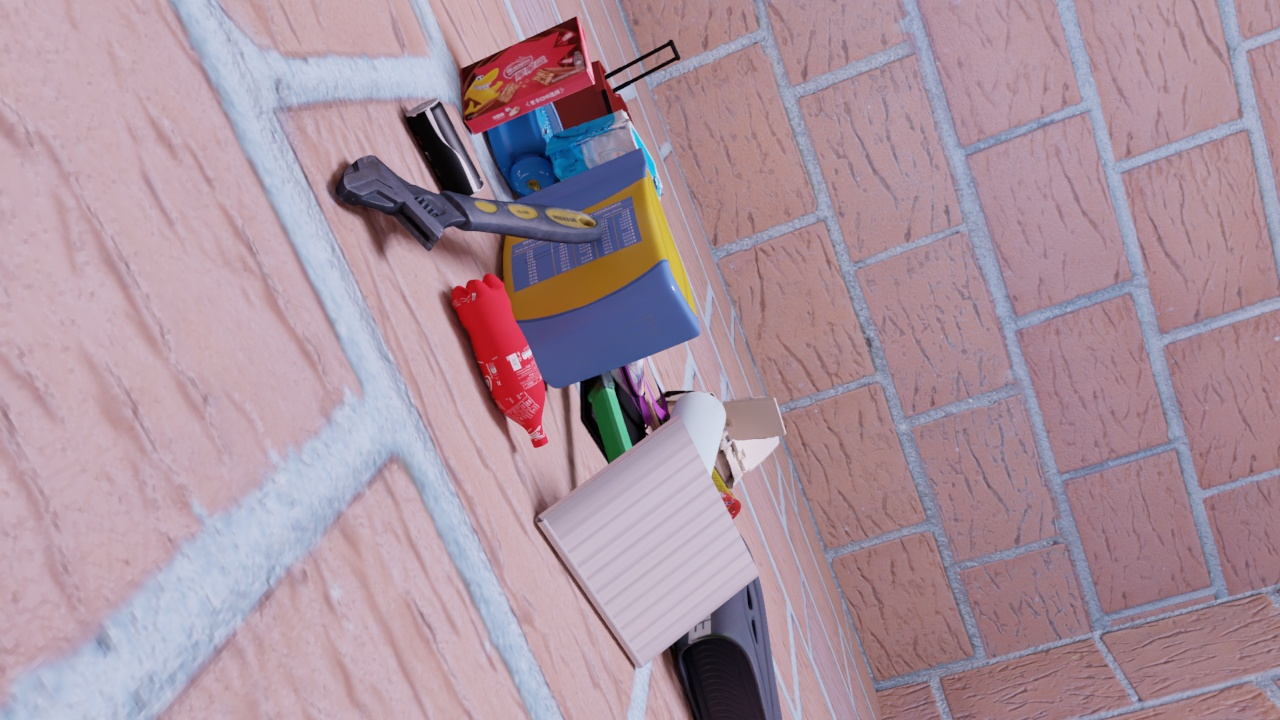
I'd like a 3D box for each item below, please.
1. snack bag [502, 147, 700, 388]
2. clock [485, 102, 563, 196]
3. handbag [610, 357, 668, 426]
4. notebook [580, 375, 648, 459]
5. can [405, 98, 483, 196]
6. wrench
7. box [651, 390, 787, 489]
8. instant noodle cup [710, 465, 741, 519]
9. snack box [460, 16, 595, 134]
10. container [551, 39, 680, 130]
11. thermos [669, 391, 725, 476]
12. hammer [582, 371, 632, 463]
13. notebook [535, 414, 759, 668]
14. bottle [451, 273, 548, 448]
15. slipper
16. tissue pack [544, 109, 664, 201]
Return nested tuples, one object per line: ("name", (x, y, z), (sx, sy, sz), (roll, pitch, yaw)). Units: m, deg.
("snack bag", (-0.046, -0.097, 0.863), (0.102, 0.159, 0.205), (52, 21, -57))
("clock", (-0.116, -0.223, 0.988), (0.116, 0.060, 0.161), (12, 62, -78))
("handbag", (-0.006, 0.006, 1.059), (0.144, 0.068, 0.170), (-95, 166, -52))
("notebook", (-0.028, 0.042, 1.072), (0.231, 0.019, 0.169), (-95, 161, -50))
("can", (-0.162, -0.174, 0.764), (0.031, 0.031, 0.080), (-89, 157, -59))
("wrench", (-0.115, -0.110, 0.693), (0.272, 0.022, 0.073), (-5, 56, -57))
("box", (0.122, 0.093, 1.256), (0.100, 0.187, 0.145), (-55, 132, -52))
("instant noodle cup", (0.055, 0.150, 1.126), (0.112, 0.100, 0.100), (65, 7, 33))
("snack box", (-0.114, -0.282, 0.910), (0.021, 0.133, 0.089), (54, 20, -52))
("container", (-0.030, -0.307, 1.170), (0.148, 0.201, 0.127), (38, 34, -69))
("thermos", (0.048, 0.118, 1.028), (0.206, 0.078, 0.065), (-67, 145, -54))
("hammer", (-0.036, 0.033, 0.896), (0.032, 0.130, 0.318), (13, 39, -30))
("notebook", (0.014, 0.163, 0.792), (0.009, 0.142, 0.210), (39, -20, 54))
("bottle", (-0.104, 0.003, 0.719), (0.041, 0.042, 0.141), (-63, 132, -74))
("slipper", (0.075, 0.303, 0.955), (0.083, 0.111, 0.268), (4, 71, -60))
("tissue pack", (-0.035, -0.204, 0.968), (0.144, 0.093, 0.061), (48, 32, -67))
